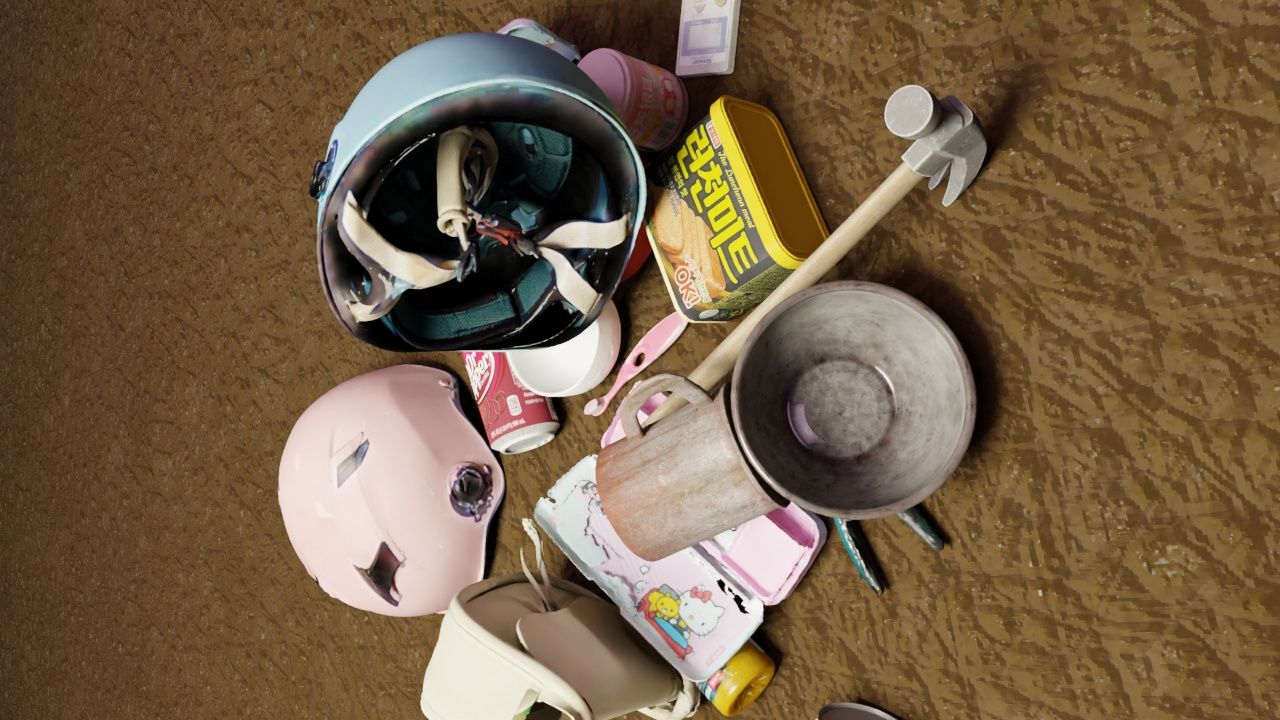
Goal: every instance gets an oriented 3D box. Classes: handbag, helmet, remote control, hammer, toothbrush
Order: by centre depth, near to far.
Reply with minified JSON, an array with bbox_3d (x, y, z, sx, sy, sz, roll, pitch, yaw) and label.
[{"bbox_3d":[0.092,-0.035,0.600,0.332,0.119,0.030,-49,61,29],"label":"hammer"},{"bbox_3d":[-0.118,-0.124,0.649,0.266,0.225,0.166,124,138,-50],"label":"helmet"},{"bbox_3d":[-0.058,0.205,0.680,0.184,0.229,0.132,15,88,28],"label":"handbag"},{"bbox_3d":[0.055,-0.287,0.701,0.050,0.011,0.136,10,97,40],"label":"remote control"},{"bbox_3d":[-0.004,0.004,0.753,0.135,0.016,0.021,-47,62,31],"label":"toothbrush"},{"bbox_3d":[-0.254,0.135,0.892,0.231,0.152,0.255,-15,87,36],"label":"helmet"}]

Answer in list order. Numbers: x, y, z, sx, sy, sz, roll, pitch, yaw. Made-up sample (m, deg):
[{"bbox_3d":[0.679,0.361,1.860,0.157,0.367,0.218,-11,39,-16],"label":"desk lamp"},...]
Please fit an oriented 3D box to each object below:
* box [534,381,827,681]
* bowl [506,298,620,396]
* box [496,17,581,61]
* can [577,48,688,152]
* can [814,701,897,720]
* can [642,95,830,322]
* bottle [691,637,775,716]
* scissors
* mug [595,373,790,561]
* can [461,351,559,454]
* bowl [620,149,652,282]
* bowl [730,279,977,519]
[{"bbox_3d":[0.028,0.123,0.697,0.201,0.059,0.155,40,95,33],"label":"box"},{"bbox_3d":[-0.060,-0.022,0.775,0.105,0.054,0.105,1,91,37],"label":"bowl"},{"bbox_3d":[-0.142,-0.209,0.811,0.215,0.092,0.089,-19,59,39],"label":"box"},{"bbox_3d":[-0.010,-0.201,0.715,0.067,0.076,0.067,1,91,41],"label":"can"},{"bbox_3d":[0.135,0.301,0.603,0.070,0.070,0.132,16,101,40],"label":"can"},{"bbox_3d":[0.062,-0.103,0.659,0.101,0.072,0.130,-33,70,39],"label":"can"},{"bbox_3d":[0.021,0.187,0.710,0.186,0.053,0.053,41,116,33],"label":"bottle"},{"bbox_3d":[0.146,0.090,0.624,0.121,0.019,0.150,-5,86,41],"label":"scissors"},{"bbox_3d":[0.026,0.065,0.614,0.110,0.096,0.123,-30,109,16],"label":"mug"},{"bbox_3d":[-0.117,0.022,0.820,0.063,0.063,0.114,-32,70,36],"label":"can"},{"bbox_3d":[-0.040,-0.124,0.769,0.122,0.035,0.122,1,91,41],"label":"bowl"},{"bbox_3d":[0.131,0.027,0.583,0.145,0.067,0.145,-1,81,6],"label":"bowl"}]
